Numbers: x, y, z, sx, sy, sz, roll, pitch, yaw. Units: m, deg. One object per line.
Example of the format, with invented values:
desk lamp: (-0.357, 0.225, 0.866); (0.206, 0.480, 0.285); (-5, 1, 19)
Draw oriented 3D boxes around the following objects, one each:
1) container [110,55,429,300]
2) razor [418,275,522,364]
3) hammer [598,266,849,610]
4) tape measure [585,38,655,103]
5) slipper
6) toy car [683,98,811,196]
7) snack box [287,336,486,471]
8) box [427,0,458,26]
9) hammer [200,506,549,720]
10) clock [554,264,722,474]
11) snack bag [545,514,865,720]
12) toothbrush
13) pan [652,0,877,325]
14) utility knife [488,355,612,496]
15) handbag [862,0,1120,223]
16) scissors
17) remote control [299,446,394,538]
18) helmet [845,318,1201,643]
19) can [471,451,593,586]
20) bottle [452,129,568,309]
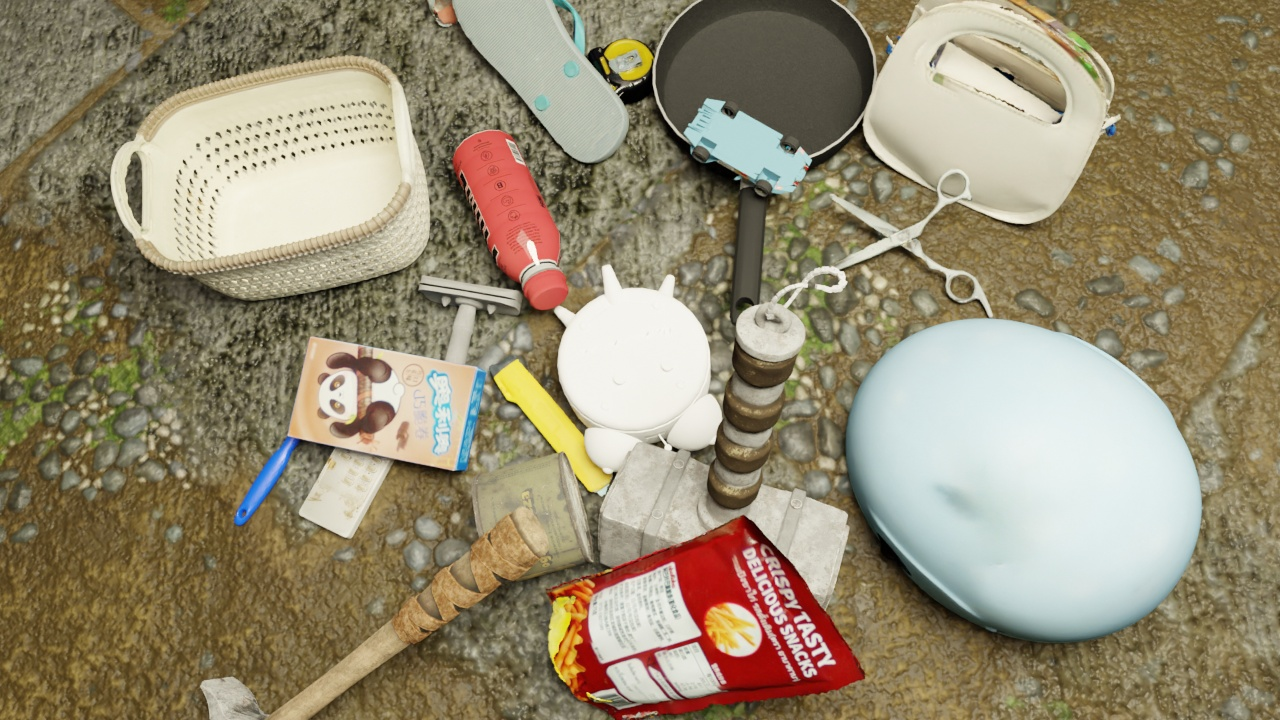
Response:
container: (-0.305, -0.151, 0.808); (0.246, 0.143, 0.184); (-11, 70, 2)
razor: (-0.159, -0.011, 0.802); (0.088, 0.047, 0.116); (10, 80, 9)
hammer: (0.066, 0.059, 0.606); (0.177, 0.327, 0.079); (18, 50, 11)
tape measure: (-0.014, -0.280, 0.883); (0.061, 0.034, 0.061); (-23, 71, -5)
slipper: (-0.100, -0.303, 0.886); (0.098, 0.054, 0.268); (-34, 83, 24)
toy car: (0.091, -0.179, 0.794); (0.108, 0.027, 0.060); (31, 75, 6)
snack box: (-0.212, 0.036, 0.769); (0.151, 0.034, 0.087); (10, 85, 8)
box: (-0.134, -0.402, 0.934); (0.186, 0.059, 0.056); (-25, 38, -4)
hammer: (-0.195, 0.212, 0.674); (0.319, 0.049, 0.121); (-39, 67, 11)
clock: (-0.005, 0.005, 0.760); (0.125, 0.073, 0.160); (-16, 69, 0)
snack bag: (0.032, 0.192, 0.643); (0.208, 0.066, 0.139); (-24, 99, 34)
toothbrush: (-0.298, 0.064, 0.802); (0.016, 0.018, 0.182); (27, 78, 14)
pan: (0.106, -0.190, 0.834); (0.204, 0.044, 0.355); (4, 71, 7)
utility knife: (-0.076, 0.055, 0.781); (0.030, 0.017, 0.151); (-41, 71, -4)
handbag: (0.288, -0.222, 0.748); (0.201, 0.200, 0.092); (31, 72, 12)
scissors: (0.238, -0.097, 0.791); (0.175, 0.014, 0.142); (46, 104, 6)
remote control: (-0.238, 0.081, 0.790); (0.050, 0.011, 0.135); (22, 74, 13)
helmet: (0.270, 0.072, 0.666); (0.225, 0.167, 0.265); (-46, 63, -1)
can: (-0.084, 0.124, 0.718); (0.074, 0.090, 0.089); (-15, 70, 0)
bottle: (-0.111, -0.123, 0.813); (0.062, 0.062, 0.176); (-25, 64, -4)
